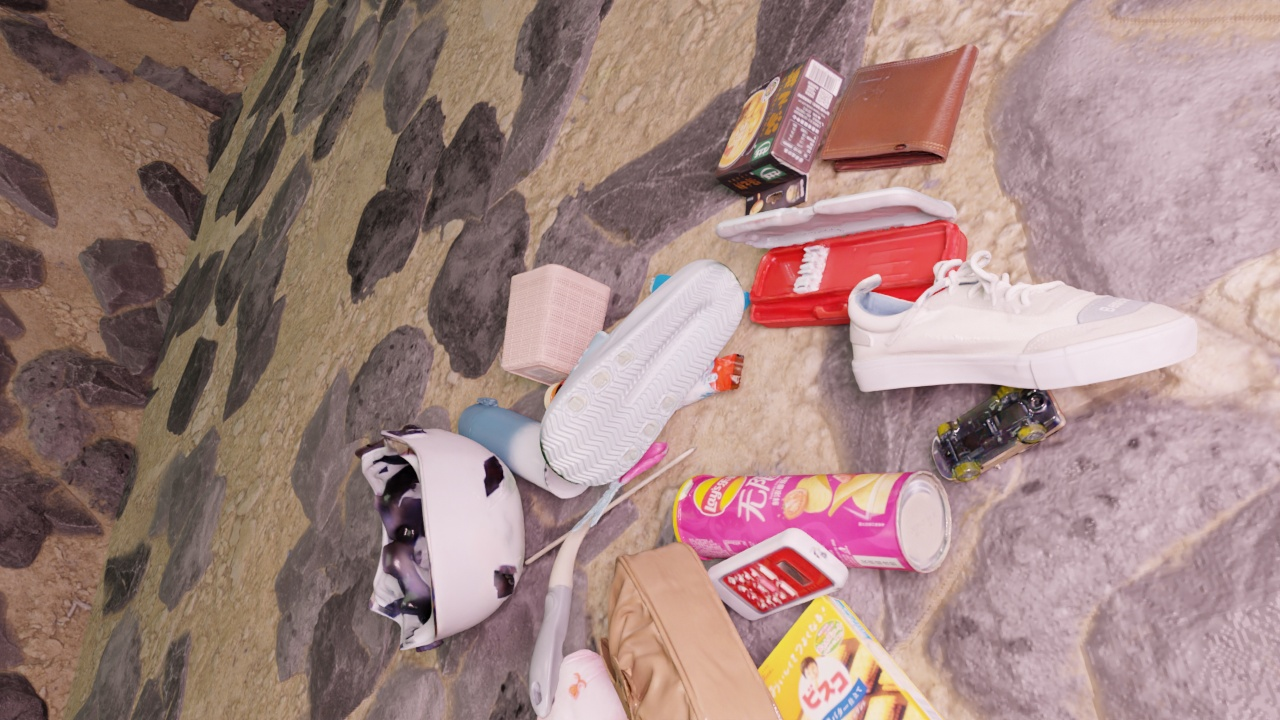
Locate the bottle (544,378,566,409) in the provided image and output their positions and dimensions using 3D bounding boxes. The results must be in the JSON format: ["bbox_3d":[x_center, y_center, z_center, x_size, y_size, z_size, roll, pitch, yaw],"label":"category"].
[{"bbox_3d":[-0.059,0.041,0.967,0.150,0.066,0.066,-7,65,55],"label":"bottle"}]

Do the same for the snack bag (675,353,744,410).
[{"bbox_3d":[0.053,0.024,0.867,0.104,0.026,0.048,-27,31,40],"label":"snack bag"}]

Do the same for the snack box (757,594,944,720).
[{"bbox_3d":[0.145,0.241,0.635,0.087,0.033,0.140,-54,37,12],"label":"snack box"}]

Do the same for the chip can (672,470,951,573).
[{"bbox_3d":[0.123,0.120,0.696,0.211,0.071,0.071,-9,63,46],"label":"chip can"}]

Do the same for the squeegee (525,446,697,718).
[{"bbox_3d":[-0.065,0.202,0.814,0.247,0.039,0.245,-38,19,31],"label":"squeegee"}]

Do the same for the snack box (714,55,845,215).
[{"bbox_3d":[0.129,-0.207,0.867,0.125,0.053,0.113,-67,20,-11],"label":"snack box"}]

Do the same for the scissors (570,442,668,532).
[{"bbox_3d":[-0.030,0.120,0.865,0.084,0.017,0.137,-15,22,50],"label":"scissors"}]

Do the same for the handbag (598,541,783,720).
[{"bbox_3d":[0.028,0.245,0.693,0.204,0.099,0.148,-121,28,-48],"label":"handbag"}]

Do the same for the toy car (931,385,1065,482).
[{"bbox_3d":[0.241,0.051,0.623,0.091,0.035,0.042,-38,43,31],"label":"toy car"}]

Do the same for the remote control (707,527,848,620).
[{"bbox_3d":[0.097,0.163,0.685,0.020,0.056,0.136,-54,5,-35],"label":"remote control"}]

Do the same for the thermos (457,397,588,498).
[{"bbox_3d":[-0.134,0.092,1.019,0.221,0.070,0.070,16,82,52],"label":"thermos"}]

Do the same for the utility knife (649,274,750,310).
[{"bbox_3d":[0.052,-0.067,0.926,0.159,0.018,0.034,22,83,54],"label":"utility knife"}]

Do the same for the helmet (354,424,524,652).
[{"bbox_3d":[-0.196,0.177,0.963,0.259,0.145,0.229,-14,83,59],"label":"helmet"}]

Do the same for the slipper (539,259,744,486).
[{"bbox_3d":[-0.005,0.005,0.843,0.245,0.104,0.074,-49,32,0],"label":"slipper"}]

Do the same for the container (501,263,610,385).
[{"bbox_3d":[-0.097,-0.035,1.030,0.090,0.089,0.110,-10,66,46],"label":"container"}]

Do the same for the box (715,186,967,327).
[{"bbox_3d":[0.153,-0.088,0.751,0.202,0.101,0.095,-3,67,50],"label":"box"}]

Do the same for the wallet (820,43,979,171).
[{"bbox_3d":[0.224,-0.218,0.796,0.125,0.032,0.101,9,75,51],"label":"wallet"}]

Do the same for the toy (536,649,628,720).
[{"bbox_3d":[-0.055,0.337,0.805,0.121,0.054,0.159,24,97,53],"label":"toy"}]

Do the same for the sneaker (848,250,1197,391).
[{"bbox_3d":[0.237,-0.031,0.610,0.243,0.089,0.091,-4,101,55],"label":"sneaker"}]
